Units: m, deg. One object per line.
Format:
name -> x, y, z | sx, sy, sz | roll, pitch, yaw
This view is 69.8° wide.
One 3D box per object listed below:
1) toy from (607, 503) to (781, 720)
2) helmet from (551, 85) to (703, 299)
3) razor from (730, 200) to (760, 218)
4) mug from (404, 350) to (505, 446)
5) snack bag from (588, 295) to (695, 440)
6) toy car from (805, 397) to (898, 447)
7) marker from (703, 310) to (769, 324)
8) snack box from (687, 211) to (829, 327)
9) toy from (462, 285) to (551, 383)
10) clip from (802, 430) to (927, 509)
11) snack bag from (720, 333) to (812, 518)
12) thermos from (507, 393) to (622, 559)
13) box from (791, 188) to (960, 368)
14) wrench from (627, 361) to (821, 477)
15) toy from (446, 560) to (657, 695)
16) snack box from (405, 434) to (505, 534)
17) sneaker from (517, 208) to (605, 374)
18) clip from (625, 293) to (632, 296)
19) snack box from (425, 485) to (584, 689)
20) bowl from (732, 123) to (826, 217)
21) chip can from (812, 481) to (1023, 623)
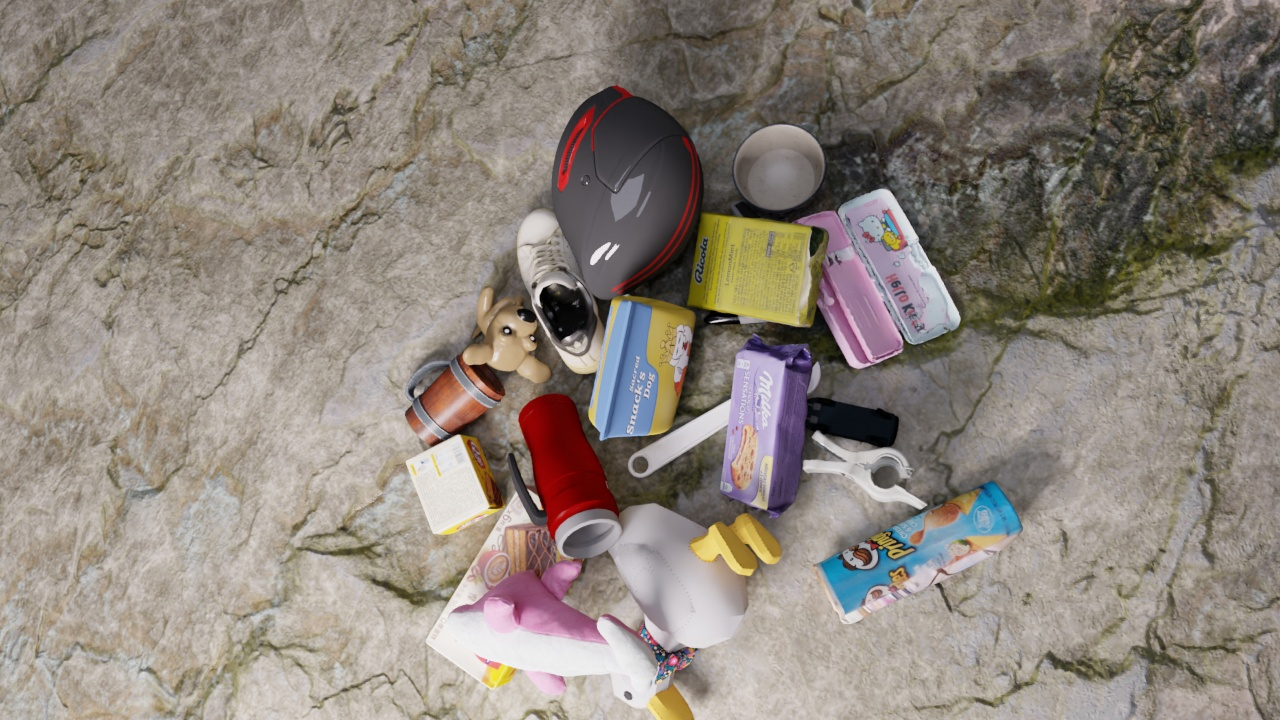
toy -> 0.038, 0.282, 1.072 | 0.268, 0.140, 0.246 | -47, 68, 22
helmet -> -0.008, -0.202, 1.134 | 0.170, 0.164, 0.264 | 19, 91, 33
razor -> 0.157, -0.138, 1.154 | 0.060, 0.057, 0.156 | -25, 74, 22
mug -> -0.253, 0.041, 1.207 | 0.111, 0.081, 0.117 | -42, 57, 7
snack bag -> -0.006, 0.006, 1.072 | 0.102, 0.205, 0.159 | 13, 96, 10
toy car -> 0.252, 0.074, 1.106 | 0.112, 0.034, 0.046 | 12, 83, 15
marker -> 0.149, -0.058, 1.162 | 0.139, 0.016, 0.022 | -4, 56, 11
snack box -> 0.141, -0.110, 1.104 | 0.181, 0.045, 0.121 | 15, 101, 44
toy -> -0.179, -0.037, 1.196 | 0.106, 0.134, 0.108 | -52, 45, 22
clip -> 0.264, 0.119, 1.051 | 0.151, 0.125, 0.091 | 31, 86, 19
snack bag -> 0.152, 0.076, 1.084 | 0.096, 0.058, 0.205 | 15, 99, 58
thermos -> -0.099, 0.138, 1.104 | 0.108, 0.084, 0.198 | -6, 46, -20
box -> 0.281, -0.101, 1.125 | 0.154, 0.045, 0.201 | -21, 77, -15
wrench -> 0.102, 0.070, 1.150 | 0.273, 0.018, 0.066 | -32, 76, 7
toy -> -0.098, 0.291, 1.041 | 0.266, 0.187, 0.127 | 4, 48, 28
snack box -> -0.238, 0.161, 1.185 | 0.084, 0.061, 0.105 | -27, 76, 6
sneaker -> -0.113, -0.100, 1.175 | 0.089, 0.102, 0.241 | -26, 68, 8
clip -> -0.012, -0.050, 1.190 | 0.023, 0.035, 0.074 | -14, 84, 8
snack box -> -0.156, 0.281, 1.147 | 0.110, 0.061, 0.230 | 31, 88, 15
bowl -> 0.177, -0.234, 1.161 | 0.116, 0.059, 0.115 | -2, 80, 12
chip can -> 0.316, 0.221, 1.048 | 0.230, 0.080, 0.079 | -27, 76, 7
